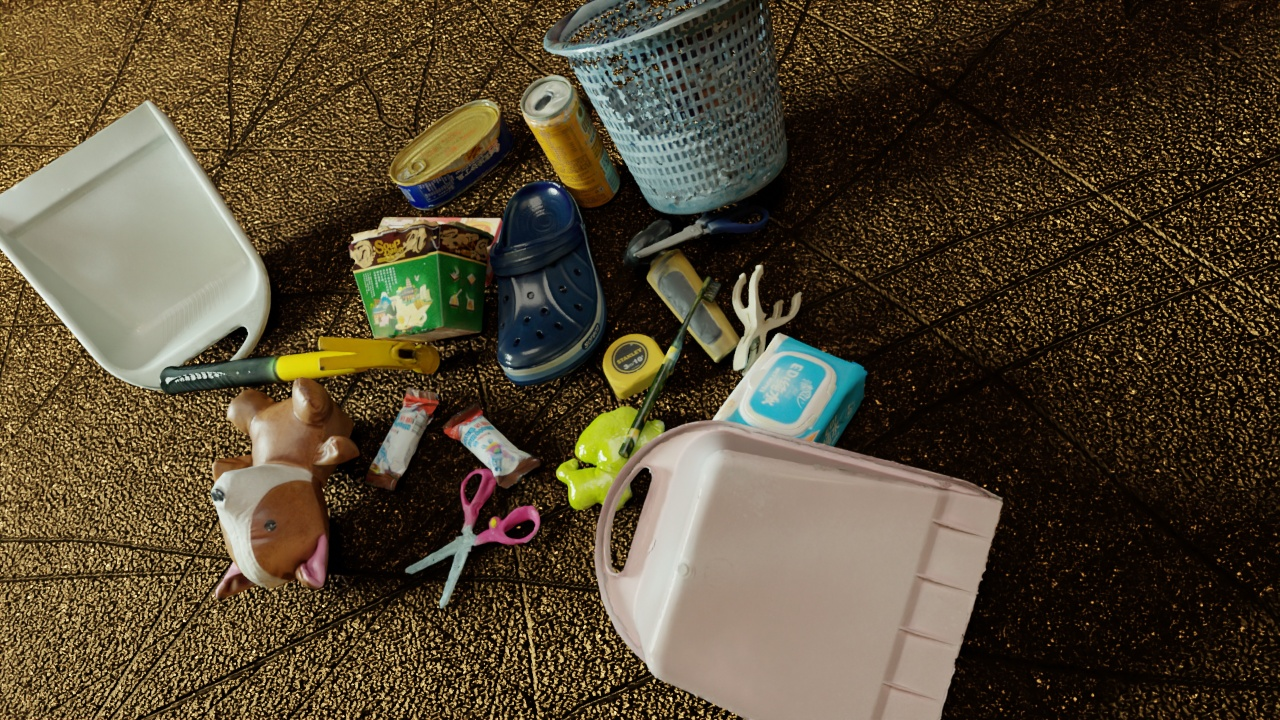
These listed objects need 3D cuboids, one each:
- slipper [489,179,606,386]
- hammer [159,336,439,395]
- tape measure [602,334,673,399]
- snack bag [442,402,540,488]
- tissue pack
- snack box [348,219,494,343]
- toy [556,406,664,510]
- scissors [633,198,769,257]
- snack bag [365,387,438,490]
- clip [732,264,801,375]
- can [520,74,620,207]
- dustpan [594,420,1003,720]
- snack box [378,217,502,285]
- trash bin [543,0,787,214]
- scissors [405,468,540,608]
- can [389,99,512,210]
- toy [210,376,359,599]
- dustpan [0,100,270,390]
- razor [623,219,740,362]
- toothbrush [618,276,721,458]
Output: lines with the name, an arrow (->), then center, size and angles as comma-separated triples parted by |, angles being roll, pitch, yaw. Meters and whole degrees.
slipper -> -0.097, -0.095, 0.915 | 0.105, 0.095, 0.252 | -13, 53, 12
hammer -> -0.361, 0.008, 0.926 | 0.301, 0.128, 0.033 | -6, 83, 20
tape measure -> -0.005, 0.005, 0.861 | 0.060, 0.029, 0.057 | -30, 56, -2
snack bag -> -0.140, 0.080, 0.856 | 0.045, 0.026, 0.105 | -31, 51, -32
tissue pack -> 0.122, 0.045, 0.766 | 0.090, 0.063, 0.139 | 24, 58, 27
snack box -> -0.216, -0.074, 0.918 | 0.118, 0.117, 0.105 | -8, 86, 19
toy -> -0.027, 0.085, 0.817 | 0.097, 0.031, 0.100 | -2, 63, 12
scissors -> 0.064, -0.121, 0.882 | 0.105, 0.012, 0.174 | 18, 39, 14
snack bag -> -0.231, 0.075, 0.889 | 0.048, 0.026, 0.104 | 6, 60, 34
clip -> 0.100, -0.043, 0.829 | 0.101, 0.096, 0.035 | -40, 10, -33
can -> -0.070, -0.223, 0.950 | 0.058, 0.146, 0.058 | -9, 60, 15
dustpan -> 0.101, 0.159, 0.697 | 0.273, 0.139, 0.222 | 20, 88, -1
snack box -> -0.226, -0.122, 1.010 | 0.153, 0.025, 0.075 | 4, 61, 19
trash bin -> 0.046, -0.258, 0.887 | 0.227, 0.195, 0.226 | -16, 31, 10
scissors -> -0.155, 0.153, 0.825 | 0.133, 0.017, 0.125 | -27, 57, 4
can -> -0.218, -0.239, 1.066 | 0.148, 0.049, 0.074 | -40, 56, -10
toy -> -0.332, 0.116, 0.842 | 0.140, 0.130, 0.199 | -12, 65, 28
dustpan -> -0.535, -0.104, 0.996 | 0.222, 0.258, 0.142 | -36, 32, -7
razor -> 0.040, -0.065, 0.874 | 0.062, 0.067, 0.167 | -42, 61, 15
toothbrush -> 0.027, 0.005, 0.817 | 0.017, 0.012, 0.185 | 26, 74, 2
